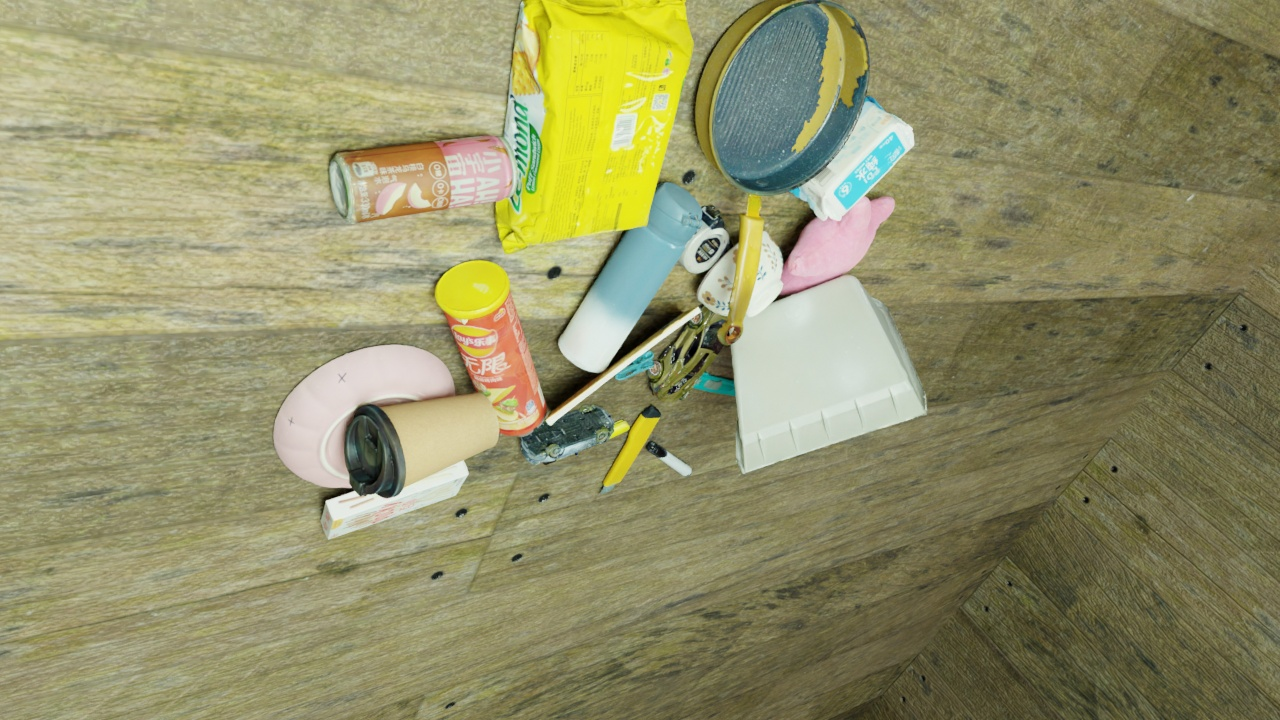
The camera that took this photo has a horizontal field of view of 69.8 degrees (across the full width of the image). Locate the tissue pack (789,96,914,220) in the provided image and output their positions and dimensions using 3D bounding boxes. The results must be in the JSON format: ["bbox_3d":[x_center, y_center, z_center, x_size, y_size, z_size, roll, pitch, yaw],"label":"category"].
[{"bbox_3d":[0.228,-0.228,1.023,0.140,0.090,0.063,-45,140,9],"label":"tissue pack"}]

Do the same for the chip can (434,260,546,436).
[{"bbox_3d":[-0.149,-0.007,0.954,0.073,0.073,0.217,-29,144,-14],"label":"chip can"}]

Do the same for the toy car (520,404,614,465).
[{"bbox_3d":[-0.090,0.092,1.131,0.120,0.054,0.037,-19,138,-27],"label":"toy car"}]

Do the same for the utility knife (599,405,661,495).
[{"bbox_3d":[-0.018,0.126,1.267,0.033,0.015,0.174,4,129,-37],"label":"utility knife"}]

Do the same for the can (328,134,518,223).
[{"bbox_3d":[-0.181,-0.154,0.771,0.147,0.058,0.058,-15,139,-29],"label":"can"}]

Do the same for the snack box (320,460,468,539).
[{"bbox_3d":[-0.276,0.154,1.034,0.156,0.027,0.085,-18,164,-28],"label":"snack box"}]

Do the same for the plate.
[{"bbox_3d":[-0.277,0.068,0.952,0.192,0.039,0.193,-24,142,-20],"label":"plate"}]

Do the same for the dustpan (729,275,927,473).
[{"bbox_3d":[0.220,0.008,1.132,0.223,0.257,0.142,-21,150,18],"label":"dustpan"}]

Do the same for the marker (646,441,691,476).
[{"bbox_3d":[0.044,0.146,1.338,0.018,0.022,0.130,-47,143,2],"label":"marker"}]

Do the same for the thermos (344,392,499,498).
[{"bbox_3d":[-0.216,0.078,0.911,0.143,0.093,0.093,-16,140,-41],"label":"thermos"}]

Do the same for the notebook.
[{"bbox_3d":[-0.023,0.005,1.060,0.206,0.010,0.146,-37,-178,-2],"label":"notebook"}]

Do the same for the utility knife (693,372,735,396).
[{"bbox_3d":[0.115,0.035,1.284,0.160,0.013,0.029,12,123,-48],"label":"utility knife"}]

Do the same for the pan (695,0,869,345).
[{"bbox_3d":[0.129,-0.187,0.944,0.197,0.078,0.358,-1,122,-36],"label":"pan"}]

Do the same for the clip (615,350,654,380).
[{"bbox_3d":[-0.007,0.008,1.145,0.057,0.014,0.046,-23,144,-19],"label":"clip"}]

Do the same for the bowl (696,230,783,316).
[{"bbox_3d":[0.128,-0.092,1.082,0.113,0.062,0.114,-38,163,-15],"label":"bowl"}]

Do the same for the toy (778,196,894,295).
[{"bbox_3d":[0.225,-0.135,1.119,0.179,0.074,0.194,-46,168,29],"label":"toy"}]

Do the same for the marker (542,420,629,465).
[{"bbox_3d":[-0.072,0.107,1.201,0.124,0.015,0.018,-23,141,-16],"label":"marker"}]

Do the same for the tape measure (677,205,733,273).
[{"bbox_3d":[0.067,-0.133,1.035,0.066,0.033,0.066,-38,144,-6],"label":"tape measure"}]

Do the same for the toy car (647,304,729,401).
[{"bbox_3d":[0.068,-0.013,1.168,0.070,0.042,0.158,12,119,-48],"label":"toy car"}]

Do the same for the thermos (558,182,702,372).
[{"bbox_3d":[-0.011,-0.088,0.987,0.070,0.070,0.221,6,127,-45],"label":"thermos"}]

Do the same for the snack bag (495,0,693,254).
[{"bbox_3d":[-0.040,-0.210,0.826,0.157,0.068,0.247,-14,137,-31],"label":"snack bag"}]
